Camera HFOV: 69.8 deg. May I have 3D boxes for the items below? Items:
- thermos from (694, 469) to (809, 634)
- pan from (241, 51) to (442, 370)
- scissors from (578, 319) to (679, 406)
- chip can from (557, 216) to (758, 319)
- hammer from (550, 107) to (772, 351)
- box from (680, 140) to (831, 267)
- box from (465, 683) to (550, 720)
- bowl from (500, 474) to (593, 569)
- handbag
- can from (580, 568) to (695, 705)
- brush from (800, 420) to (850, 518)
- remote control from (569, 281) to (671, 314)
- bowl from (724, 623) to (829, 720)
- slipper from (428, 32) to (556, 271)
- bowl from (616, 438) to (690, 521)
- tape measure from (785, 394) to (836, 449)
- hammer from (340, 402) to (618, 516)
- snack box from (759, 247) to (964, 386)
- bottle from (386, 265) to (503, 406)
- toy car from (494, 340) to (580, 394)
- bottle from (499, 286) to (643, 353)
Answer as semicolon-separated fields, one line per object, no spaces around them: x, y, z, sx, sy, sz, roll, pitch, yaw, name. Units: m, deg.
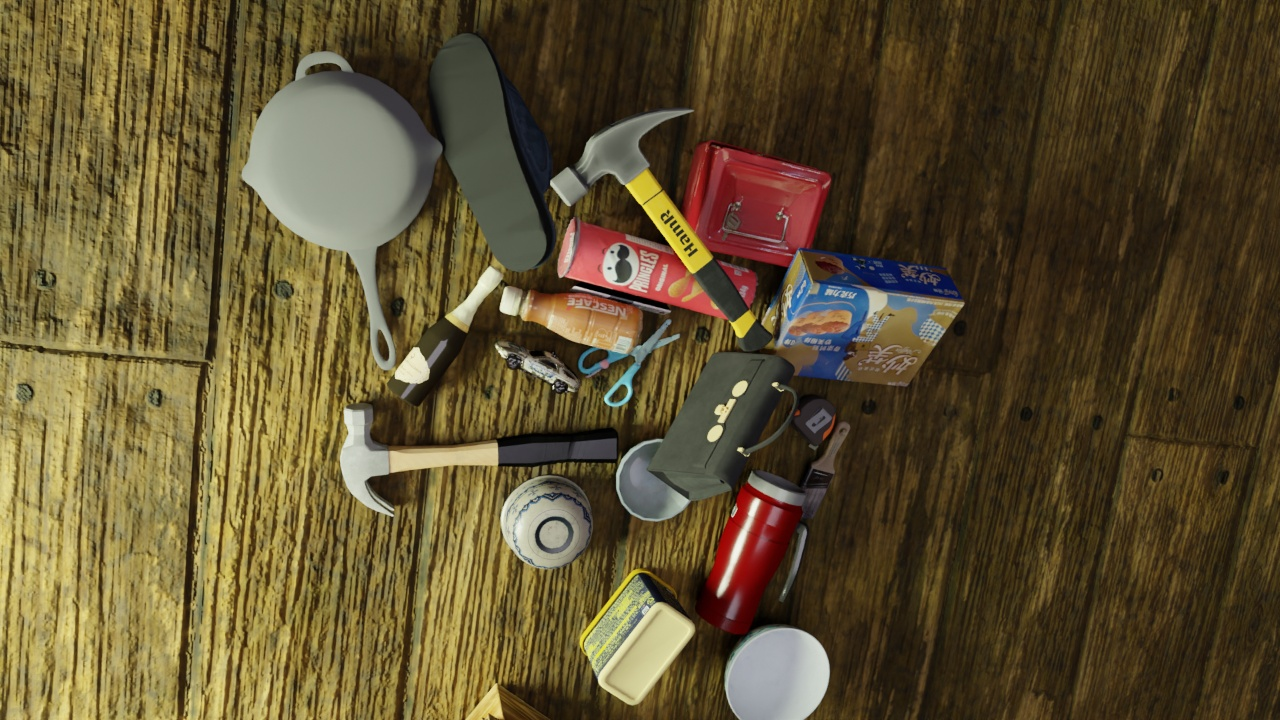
0.153;0.252;1.186;0.108;0.084;0.198;24;96;18;thermos
-0.319;-0.158;1.021;0.216;0.024;0.355;-10;105;-6;pan
-0.003;0.007;1.147;0.142;0.015;0.095;-20;103;-6;scissors
0.022;-0.106;1.103;0.233;0.073;0.073;14;96;-17;chip can
0.056;-0.135;1.046;0.170;0.034;0.324;-38;114;1;hammer
0.134;-0.189;1.113;0.157;0.097;0.130;11;101;-20;box
-0.176;0.591;1.044;0.286;0.336;0.279;41;90;-15;box
-0.111;0.205;1.129;0.115;0.059;0.115;-2;100;-14;bowl
0.119;0.072;1.069;0.072;0.196;0.175;37;70;-17;handbag
-0.004;0.348;1.159;0.075;0.104;0.135;39;89;-17;can
0.241;0.147;1.223;0.039;0.012;0.151;16;105;-19;brush
-0.024;-0.076;1.119;0.124;0.028;0.011;13;83;-16;remote control
0.172;0.411;1.231;0.144;0.074;0.144;-2;100;-14;bowl
-0.152;-0.233;1.037;0.109;0.083;0.265;-19;94;34;slipper
0.017;0.147;1.162;0.106;0.039;0.106;-2;100;-14;bowl
0.229;0.076;1.205;0.059;0.038;0.058;-45;107;-3;tape measure
-0.189;0.112;1.106;0.328;0.039;0.131;-2;101;-15;hammer
0.266;-0.050;1.137;0.202;0.069;0.155;6;136;-15;snack box
-0.221;-0.032;1.066;0.045;0.045;0.184;37;89;-17;bottle
-0.121;0.003;1.096;0.112;0.048;0.040;28;96;-17;toy car
-0.083;-0.053;1.092;0.167;0.059;0.059;13;96;-11;bottle
